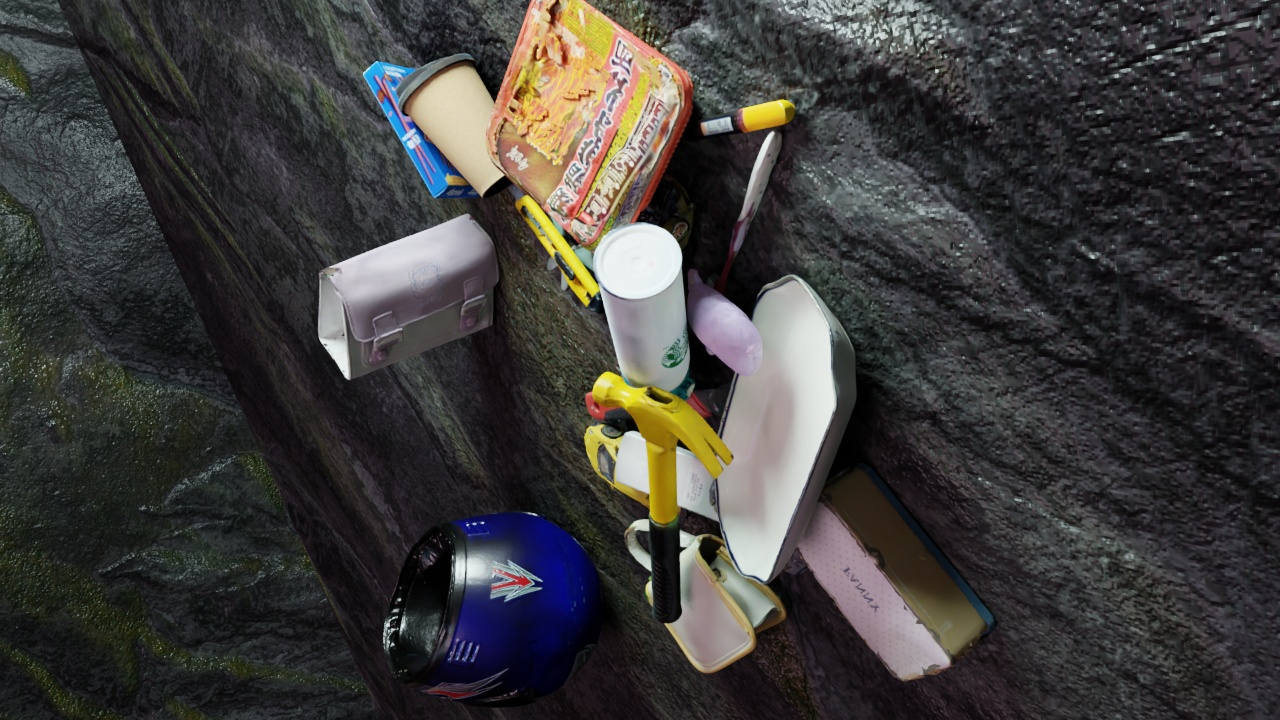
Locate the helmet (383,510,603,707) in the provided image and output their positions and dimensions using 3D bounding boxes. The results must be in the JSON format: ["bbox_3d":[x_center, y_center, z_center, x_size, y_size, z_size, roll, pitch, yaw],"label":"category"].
[{"bbox_3d":[-0.183,0.335,1.218,0.317,0.240,0.246,-39,43,50],"label":"helmet"}]

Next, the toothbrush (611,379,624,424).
[{"bbox_3d":[-0.006,0.006,0.949,0.016,0.018,0.192,45,141,24],"label":"toothbrush"}]

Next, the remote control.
[{"bbox_3d":[0.036,0.116,0.924,0.135,0.019,0.056,17,103,30],"label":"remote control"}]

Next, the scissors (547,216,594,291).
[{"bbox_3d":[-0.053,-0.118,0.918,0.169,0.019,0.178,41,140,28],"label":"scissors"}]

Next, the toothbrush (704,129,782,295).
[{"bbox_3d":[0.080,-0.111,0.746,0.017,0.016,0.188,55,148,28],"label":"toothbrush"}]

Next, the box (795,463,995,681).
[{"bbox_3d":[0.202,0.179,0.752,0.184,0.062,0.090,52,147,11],"label":"box"}]

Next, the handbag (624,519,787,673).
[{"bbox_3d":[0.059,0.233,0.978,0.178,0.063,0.164,50,146,12],"label":"handbag"}]

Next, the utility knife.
[{"bbox_3d":[-0.089,-0.116,0.937,0.173,0.015,0.033,53,145,13],"label":"utility knife"}]

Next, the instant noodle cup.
[{"bbox_3d":[-0.037,-0.196,0.754,0.189,0.078,0.165,44,122,25],"label":"instant noodle cup"}]

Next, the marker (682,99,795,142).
[{"bbox_3d":[0.072,-0.183,0.705,0.124,0.015,0.018,7,117,55],"label":"marker"}]

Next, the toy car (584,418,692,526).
[{"bbox_3d":[-0.005,0.121,0.993,0.156,0.041,0.071,30,136,27],"label":"toy car"}]

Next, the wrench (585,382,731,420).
[{"bbox_3d":[0.033,0.046,0.906,0.274,0.016,0.056,1,111,48],"label":"wrench"}]

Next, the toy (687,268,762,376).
[{"bbox_3d":[0.069,-0.023,0.763,0.108,0.039,0.084,44,156,59],"label":"toy"}]

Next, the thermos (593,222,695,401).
[{"bbox_3d":[0.010,-0.025,0.778,0.073,0.073,0.224,46,166,23],"label":"thermos"}]

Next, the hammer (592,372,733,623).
[{"bbox_3d":[0.023,0.146,0.864,0.129,0.032,0.301,23,135,28],"label":"hammer"}]

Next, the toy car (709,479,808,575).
[{"bbox_3d":[0.118,0.145,0.852,0.120,0.036,0.054,39,118,23],"label":"toy car"}]

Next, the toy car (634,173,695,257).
[{"bbox_3d":[0.007,-0.096,0.829,0.070,0.042,0.158,43,138,27],"label":"toy car"}]

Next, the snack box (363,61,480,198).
[{"bbox_3d":[-0.233,-0.251,1.006,0.026,0.084,0.157,-32,87,24],"label":"snack box"}]

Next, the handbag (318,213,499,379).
[{"bbox_3d":[-0.272,-0.075,1.085,0.098,0.196,0.145,45,144,28],"label":"handbag"}]

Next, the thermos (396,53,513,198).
[{"bbox_3d":[-0.180,-0.242,0.943,0.143,0.092,0.093,55,147,-3],"label":"thermos"}]

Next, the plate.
[{"bbox_3d":[0.115,0.060,0.743,0.162,0.034,0.266,-111,27,-52],"label":"plate"}]
